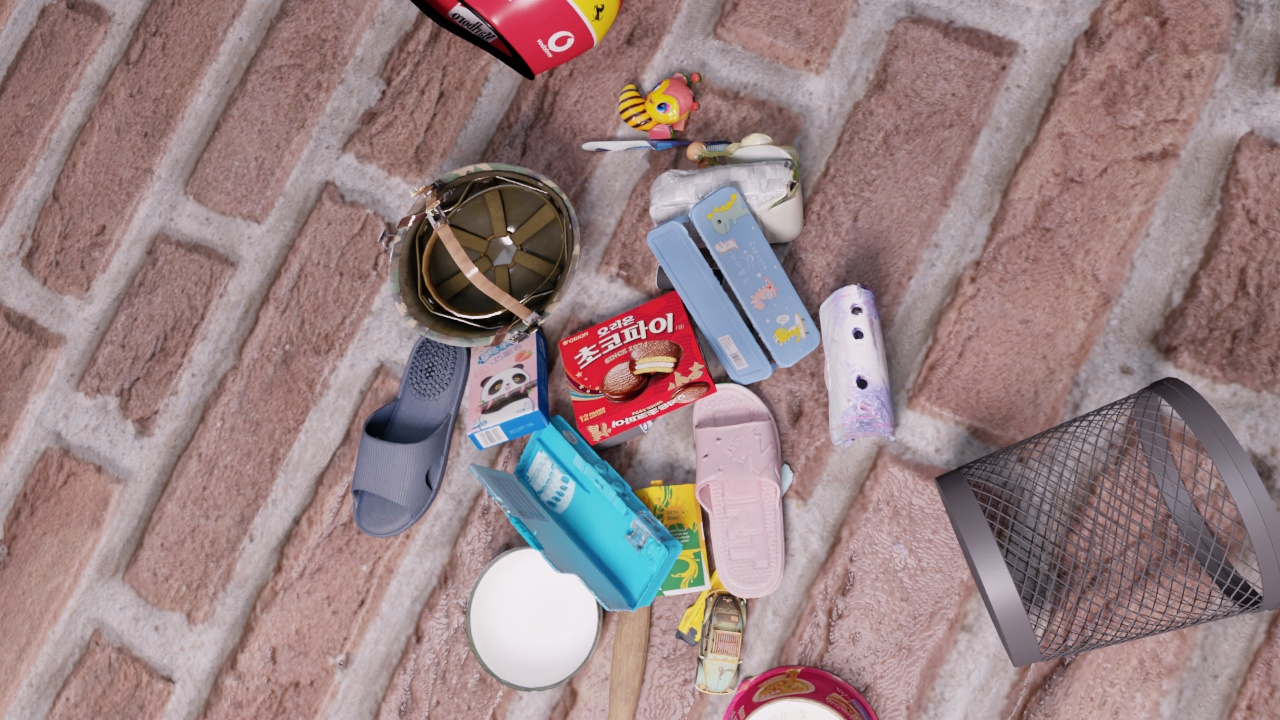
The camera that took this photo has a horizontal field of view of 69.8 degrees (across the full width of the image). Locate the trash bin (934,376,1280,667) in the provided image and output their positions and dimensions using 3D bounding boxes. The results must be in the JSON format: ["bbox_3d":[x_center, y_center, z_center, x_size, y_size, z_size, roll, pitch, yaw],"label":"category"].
[{"bbox_3d":[0.421,0.158,0.853,0.228,0.217,0.217,-22,76,12],"label":"trash bin"}]

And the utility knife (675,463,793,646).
[{"bbox_3d":[0.106,0.215,1.015,0.030,0.019,0.227,31,85,7],"label":"utility knife"}]

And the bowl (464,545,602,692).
[{"bbox_3d":[-0.110,0.283,1.020,0.153,0.073,0.153,-3,79,13],"label":"bowl"}]

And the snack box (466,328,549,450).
[{"bbox_3d":[-0.151,0.029,1.053,0.088,0.033,0.154,-20,39,8],"label":"snack box"}]

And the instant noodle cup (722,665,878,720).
[{"bbox_3d":[0.162,0.408,0.933,0.179,0.077,0.178,-2,79,12],"label":"instant noodle cup"}]

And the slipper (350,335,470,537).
[{"bbox_3d":[-0.277,0.085,1.090,0.101,0.082,0.263,18,84,13],"label":"slipper"}]

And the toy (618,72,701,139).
[{"bbox_3d":[0.025,-0.309,1.110,0.103,0.046,0.084,-2,86,16],"label":"toy"}]

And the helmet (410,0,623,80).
[{"bbox_3d":[-0.138,-0.481,1.100,0.271,0.197,0.224,37,90,24],"label":"helmet"}]

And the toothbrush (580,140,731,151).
[{"bbox_3d":[0.018,-0.259,1.117,0.189,0.016,0.017,3,91,13],"label":"toothbrush"}]

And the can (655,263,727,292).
[{"bbox_3d":[0.060,-0.095,1.069,0.080,0.031,0.031,8,82,14],"label":"can"}]

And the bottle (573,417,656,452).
[{"bbox_3d":[-0.021,0.069,1.052,0.112,0.047,0.047,-24,76,8],"label":"bottle"}]

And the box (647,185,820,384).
[{"bbox_3d":[0.101,-0.076,0.995,0.122,0.047,0.209,-27,105,22],"label":"box"}]

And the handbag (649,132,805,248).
[{"bbox_3d":[0.096,-0.193,1.041,0.172,0.112,0.123,-5,70,12],"label":"handbag"}]

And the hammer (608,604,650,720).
[{"bbox_3d":[-0.012,0.355,1.006,0.132,0.040,0.305,5,81,17],"label":"hammer"}]

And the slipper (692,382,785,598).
[{"bbox_3d":[0.108,0.134,0.993,0.094,0.064,0.239,-10,73,13],"label":"slipper"}]

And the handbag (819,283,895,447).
[{"bbox_3d":[0.226,0.009,0.964,0.069,0.126,0.158,-6,80,14],"label":"handbag"}]

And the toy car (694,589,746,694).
[{"bbox_3d":[0.087,0.303,0.979,0.047,0.047,0.112,7,85,-1],"label":"toy car"}]

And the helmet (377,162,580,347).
[{"bbox_3d":[-0.174,-0.113,1.021,0.224,0.236,0.192,-38,98,-6],"label":"helmet"}]

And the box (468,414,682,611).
[{"bbox_3d":[-0.080,0.165,0.975,0.227,0.116,0.097,43,120,31],"label":"box"}]

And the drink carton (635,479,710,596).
[{"bbox_3d":[0.035,0.193,1.005,0.058,0.041,0.122,0,77,-29],"label":"drink carton"}]

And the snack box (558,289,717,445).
[{"bbox_3d":[-0.006,0.006,1.035,0.152,0.036,0.132,-24,49,8],"label":"snack box"}]
